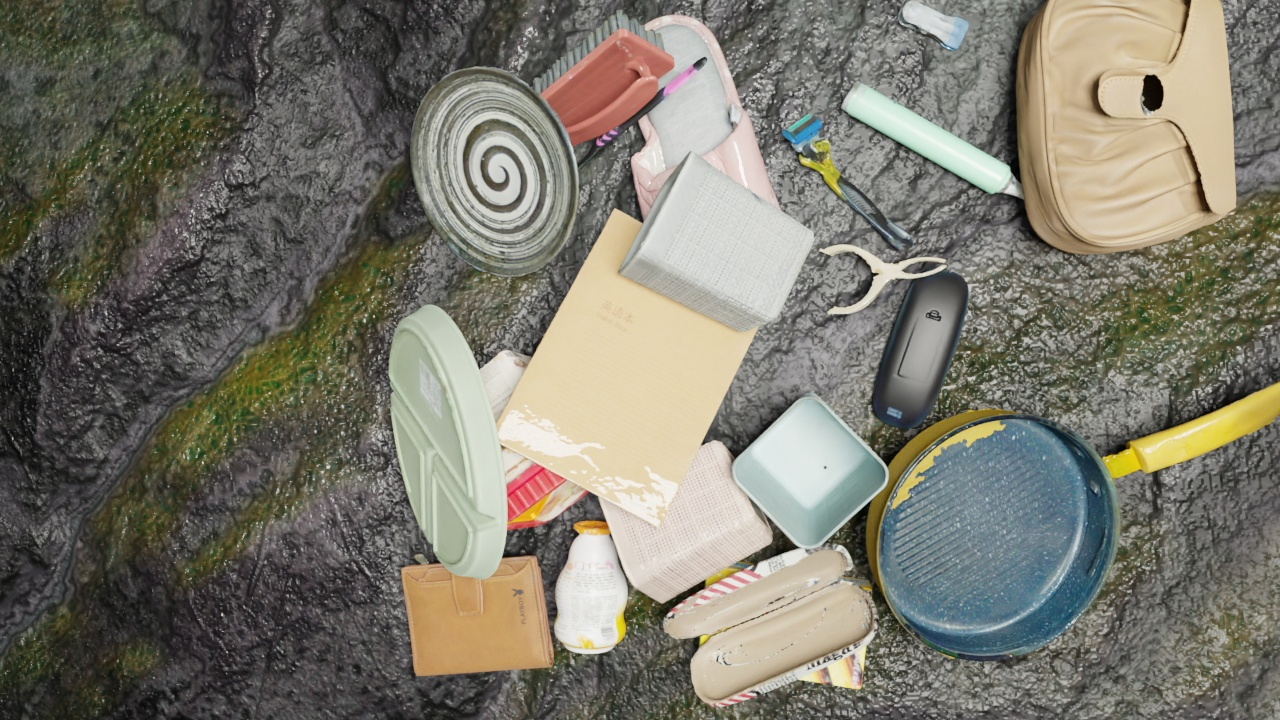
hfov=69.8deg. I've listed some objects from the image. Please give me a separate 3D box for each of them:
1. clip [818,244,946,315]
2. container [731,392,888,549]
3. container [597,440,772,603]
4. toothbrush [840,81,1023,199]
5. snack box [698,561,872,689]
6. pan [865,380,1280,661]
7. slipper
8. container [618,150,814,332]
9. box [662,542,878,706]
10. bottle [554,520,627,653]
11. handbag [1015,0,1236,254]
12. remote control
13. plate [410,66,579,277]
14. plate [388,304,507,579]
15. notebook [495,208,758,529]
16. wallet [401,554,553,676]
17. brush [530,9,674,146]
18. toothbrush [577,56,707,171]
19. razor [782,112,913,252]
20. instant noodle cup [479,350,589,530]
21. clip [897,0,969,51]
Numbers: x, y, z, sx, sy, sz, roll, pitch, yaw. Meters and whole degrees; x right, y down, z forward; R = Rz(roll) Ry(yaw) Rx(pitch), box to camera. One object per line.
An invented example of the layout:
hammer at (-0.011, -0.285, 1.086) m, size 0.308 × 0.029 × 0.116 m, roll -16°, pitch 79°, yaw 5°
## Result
clip at (0.187, -0.078, 0.750) m, size 0.100 × 0.035 × 0.098 m, roll -38°, pitch 80°, yaw 18°
container at (0.135, 0.080, 0.733) m, size 0.090 × 0.111 × 0.090 m, roll -45°, pitch 85°, yaw 10°
container at (0.040, 0.130, 0.757) m, size 0.111 × 0.090 × 0.090 m, roll -28°, pitch 58°, yaw 8°
toothbrush at (0.263, -0.160, 0.739) m, size 0.224 × 0.027 × 0.026 m, roll 32°, pitch 102°, yaw 8°
snack box at (0.122, 0.223, 0.784) m, size 0.140 × 0.033 × 0.087 m, roll 6°, pitch 93°, yaw 13°
pan at (0.342, 0.096, 0.698) m, size 0.357 × 0.078 × 0.198 m, roll -32°, pitch 104°, yaw -2°
slipper at (0.051, -0.156, 0.766) m, size 0.114 × 0.054 × 0.274 m, roll -14°, pitch 90°, yaw 11°
container at (0.058, -0.083, 0.696) m, size 0.114 × 0.090 × 0.090 m, roll 29°, pitch 80°, yaw -8°
box at (0.104, 0.211, 0.731) m, size 0.162 × 0.075 × 0.085 m, roll -28°, pitch 54°, yaw 9°
bottle at (-0.042, 0.196, 0.798) m, size 0.063 × 0.063 × 0.108 m, roll 4°, pitch 94°, yaw 11°
handbag at (0.360, -0.184, 0.677) m, size 0.148 × 0.100 × 0.204 m, roll -3°, pitch 88°, yaw 2°
remote control at (0.230, -0.009, 0.754) m, size 0.053 × 0.024 × 0.136 m, roll 18°, pitch 96°, yaw 12°
plate at (-0.124, -0.160, 0.791) m, size 0.180 × 0.024 × 0.180 m, roll 12°, pitch 116°, yaw 26°
plate at (-0.165, 0.069, 0.752) m, size 0.027 × 0.231 × 0.230 m, roll -12°, pitch 91°, yaw -29°
notebook at (-0.004, 0.004, 0.725) m, size 0.149 × 0.012 × 0.211 m, roll 29°, pitch 78°, yaw -4°
wallet at (-0.150, 0.226, 0.840) m, size 0.131 × 0.035 × 0.119 m, roll -7°, pitch 97°, yaw 11°
brush at (-0.043, -0.217, 0.757) m, size 0.146 × 0.063 × 0.069 m, roll -24°, pitch 65°, yaw 39°
toothbrush at (-0.019, -0.195, 0.765) m, size 0.190 × 0.017 × 0.014 m, roll -32°, pitch 55°, yaw 32°
razor at (0.174, -0.142, 0.761) m, size 0.142 × 0.022 × 0.042 m, roll 47°, pitch 56°, yaw 2°
instant noodle cup at (-0.097, 0.065, 0.784) m, size 0.117 × 0.116 × 0.124 m, roll -38°, pitch 73°, yaw 10°
clip at (0.237, -0.273, 0.741) m, size 0.057 × 0.028 × 0.024 m, roll 26°, pitch 99°, yaw -1°
